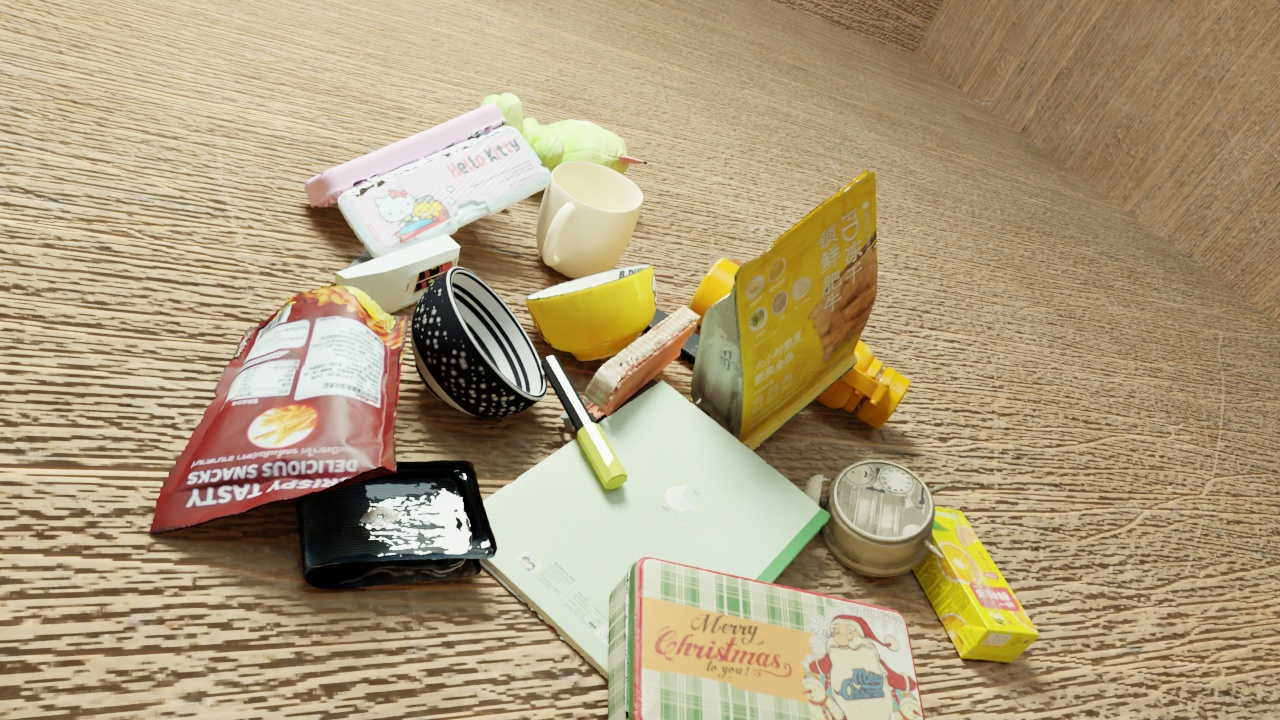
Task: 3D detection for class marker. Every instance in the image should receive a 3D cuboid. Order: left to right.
[{"bbox_3d":[-0.044,0.045,0.697,0.021,0.017,0.123,27,25,-53],"label":"marker"}]

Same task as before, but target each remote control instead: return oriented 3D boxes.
[{"bbox_3d":[-0.202,-0.066,0.774,0.024,0.050,0.143,34,32,13],"label":"remote control"},{"bbox_3d":[0.064,-0.001,0.909,0.152,0.020,0.041,36,31,13],"label":"remote control"}]

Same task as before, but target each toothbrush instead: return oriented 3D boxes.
[{"bbox_3d":[-0.247,-0.079,0.798,0.013,0.013,0.167,22,33,-7],"label":"toothbrush"}]

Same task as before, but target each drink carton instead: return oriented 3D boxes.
[{"bbox_3d":[0.269,0.183,0.766,0.058,0.043,0.134,13,34,-24],"label":"drink carton"}]

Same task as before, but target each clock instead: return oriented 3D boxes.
[{"bbox_3d":[0.179,0.121,0.759,0.141,0.055,0.092,11,48,12],"label":"clock"}]

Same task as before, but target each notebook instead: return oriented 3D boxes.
[{"bbox_3d":[0.012,0.118,0.669,0.182,0.010,0.251,38,40,18],"label":"notebook"}]

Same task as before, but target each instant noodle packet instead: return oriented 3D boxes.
[{"bbox_3d":[0.125,-0.045,0.779,0.162,0.222,0.084,-35,61,-23],"label":"instant noodle packet"}]

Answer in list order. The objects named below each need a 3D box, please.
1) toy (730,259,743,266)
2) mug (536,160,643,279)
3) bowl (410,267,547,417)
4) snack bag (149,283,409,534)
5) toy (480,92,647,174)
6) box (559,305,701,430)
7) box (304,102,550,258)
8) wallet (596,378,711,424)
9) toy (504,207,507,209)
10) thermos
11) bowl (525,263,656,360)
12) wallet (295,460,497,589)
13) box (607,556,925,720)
[{"bbox_3d":[0.141,-0.071,1.048,0.094,0.065,0.128,6,27,-44],"label":"toy"},{"bbox_3d":[-0.063,-0.132,0.931,0.096,0.100,0.119,32,37,13],"label":"mug"},{"bbox_3d":[-0.134,-0.004,0.704,0.120,0.066,0.120,53,12,-17],"label":"bowl"},{"bbox_3d":[-0.221,0.023,0.598,0.139,0.067,0.207,-7,31,-3],"label":"snack bag"},{"bbox_3d":[-0.098,-0.244,1.083,0.196,0.107,0.150,22,7,-26],"label":"toy"},{"bbox_3d":[-0.004,0.006,0.795,0.041,0.083,0.186,37,30,10],"label":"box"},{"bbox_3d":[-0.200,-0.180,0.859,0.201,0.077,0.146,-33,50,-30],"label":"box"},{"bbox_3d":[0.009,0.060,0.775,0.072,0.019,0.122,33,31,10],"label":"wallet"},{"bbox_3d":[-0.189,-0.203,0.971,0.105,0.085,0.074,-10,75,-18],"label":"toy"},{"bbox_3d":[0.160,-0.013,0.945,0.233,0.076,0.091,33,33,10],"label":"thermos"},{"bbox_3d":[-0.038,-0.039,0.822,0.117,0.067,0.117,-14,10,2],"label":"bowl"},{"bbox_3d":[-0.155,0.100,0.576,0.114,0.026,0.089,3,37,-26],"label":"wallet"},{"bbox_3d":[0.081,0.199,0.573,0.205,0.051,0.117,17,43,-16],"label":"box"}]
